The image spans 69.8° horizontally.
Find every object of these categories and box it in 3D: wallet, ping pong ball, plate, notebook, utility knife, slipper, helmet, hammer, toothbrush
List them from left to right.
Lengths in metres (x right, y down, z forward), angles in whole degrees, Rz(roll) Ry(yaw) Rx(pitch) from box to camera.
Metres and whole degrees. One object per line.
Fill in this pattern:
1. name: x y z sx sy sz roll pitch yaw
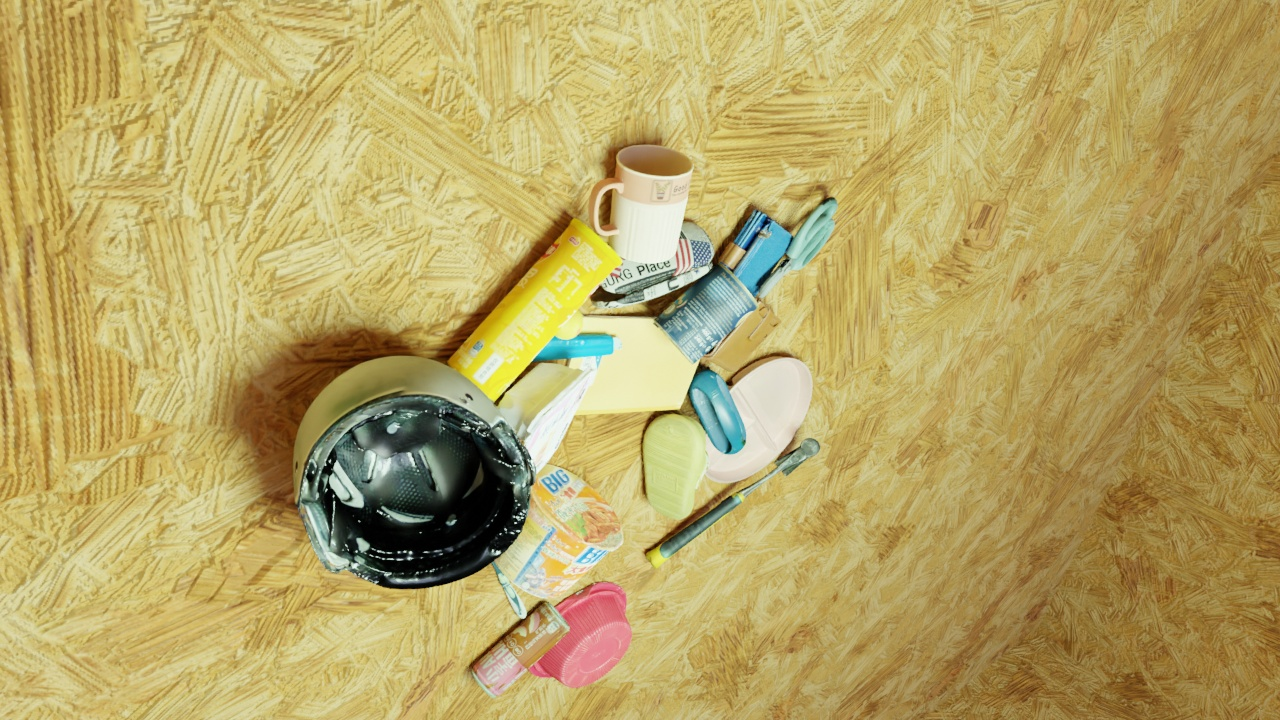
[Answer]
1. helmet: -0.237 0.098 0.936 0.230 0.156 0.274 -25 140 -5
2. toothbrush: -0.185 0.313 1.274 0.016 0.018 0.192 -34 139 -18
3. ping pong ball: -0.086 -0.044 1.054 0.040 0.040 0.040 -25 135 -27
4. utility knife: -0.086 -0.016 1.084 0.159 0.018 0.034 -3 121 -34
5. notebook: -0.007 0.007 1.179 0.205 0.010 0.146 -2 123 -36
6. slipper: 0.054 0.143 1.319 0.081 0.092 0.191 -46 150 -45
7. hammer: 0.147 0.231 1.479 0.323 0.032 0.126 -34 168 -8
8. wallet: 0.138 -0.034 1.250 0.108 0.031 0.131 -47 160 7
9. wallet: 0.141 -0.124 1.203 0.133 0.040 0.106 -57 149 10
10. plate: 0.174 0.090 1.418 0.229 0.028 0.230 -23 134 -27

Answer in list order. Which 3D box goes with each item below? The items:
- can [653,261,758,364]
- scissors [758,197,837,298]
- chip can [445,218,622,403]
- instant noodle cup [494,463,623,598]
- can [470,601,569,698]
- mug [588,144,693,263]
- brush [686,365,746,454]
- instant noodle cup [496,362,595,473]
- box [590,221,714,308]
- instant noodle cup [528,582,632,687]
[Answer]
1. can: 0.079 -0.056 1.128 0.111 0.075 0.075 -42 141 1
2. scissors: 0.214 -0.138 1.254 0.185 0.019 0.129 -53 159 1
3. chip can: -0.115 -0.053 0.995 0.213 0.072 0.072 -49 141 -1
4. instant noodle cup: -0.113 0.223 1.173 0.151 0.151 0.111 19 115 -49
5. can: -0.175 0.422 1.340 0.147 0.058 0.058 -41 141 -10
6. mug: -0.004 -0.168 0.998 0.114 0.081 0.106 -15 132 -30
7. brush: 0.111 0.075 1.284 0.055 0.073 0.144 -30 119 -8
8. instant noodle cup: -0.131 0.079 1.054 0.137 0.060 0.174 -45 166 -50
9. box: 0.013 -0.117 1.079 0.162 0.076 0.087 -20 112 -27
10. instant noodle cup: -0.083 0.442 1.438 0.193 0.066 0.194 -23 134 -27
